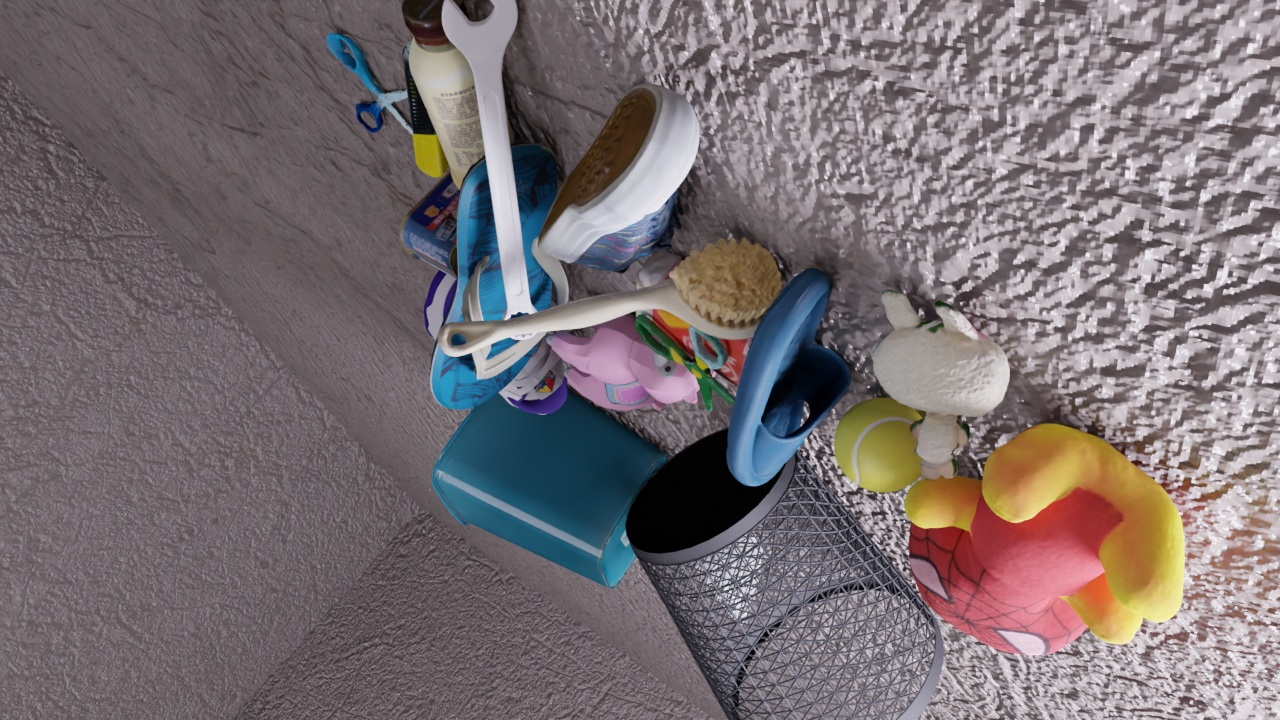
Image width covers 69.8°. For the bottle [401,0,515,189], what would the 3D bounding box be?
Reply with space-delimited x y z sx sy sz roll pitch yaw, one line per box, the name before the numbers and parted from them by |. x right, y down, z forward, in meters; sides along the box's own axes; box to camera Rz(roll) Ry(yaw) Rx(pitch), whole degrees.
bottle | -0.126 -0.187 0.652 0.056 0.056 0.162 32 157 22

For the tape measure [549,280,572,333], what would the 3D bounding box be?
tape measure | -0.095 -0.059 0.909 0.060 0.020 0.062 30 157 26

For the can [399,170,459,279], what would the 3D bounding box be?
can | -0.145 -0.117 0.767 0.059 0.099 0.054 30 159 23

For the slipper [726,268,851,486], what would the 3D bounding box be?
slipper | 0.103 0.024 0.629 0.059 0.103 0.214 30 153 20

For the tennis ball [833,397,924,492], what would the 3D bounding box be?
tennis ball | 0.167 0.058 0.632 0.065 0.065 0.065 35 159 15

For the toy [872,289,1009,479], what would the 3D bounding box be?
toy | 0.174 0.009 0.537 0.087 0.050 0.112 5 118 57

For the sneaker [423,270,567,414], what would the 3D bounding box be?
sneaker | -0.131 -0.014 0.914 0.111 0.091 0.244 37 165 21

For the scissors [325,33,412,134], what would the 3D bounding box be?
scissors | -0.232 -0.232 0.810 0.127 0.014 0.133 46 155 -26

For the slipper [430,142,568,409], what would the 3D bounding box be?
slipper | -0.108 -0.049 0.761 0.060 0.118 0.296 46 144 24

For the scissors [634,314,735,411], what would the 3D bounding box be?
scissors | 0.047 0.004 0.702 0.125 0.011 0.128 42 160 1

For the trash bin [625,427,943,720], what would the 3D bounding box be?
trash bin | 0.119 0.201 0.829 0.243 0.216 0.217 56 155 -20

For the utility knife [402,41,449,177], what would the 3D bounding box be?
utility knife | -0.176 -0.205 0.754 0.029 0.020 0.174 23 158 0

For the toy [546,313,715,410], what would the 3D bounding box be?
toy | -0.005 0.005 0.823 0.158 0.067 0.123 24 155 28

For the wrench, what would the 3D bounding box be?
wrench | -0.096 -0.126 0.640 0.009 0.047 0.274 -103 8 -51

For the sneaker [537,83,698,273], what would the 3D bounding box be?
sneaker | -0.003 -0.106 0.598 0.079 0.087 0.236 25 168 -15

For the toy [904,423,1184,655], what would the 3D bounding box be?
toy | 0.242 0.118 0.580 0.147 0.098 0.217 46 160 16

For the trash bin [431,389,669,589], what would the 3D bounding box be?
trash bin | -0.093 0.146 1.106 0.219 0.196 0.199 26 157 19

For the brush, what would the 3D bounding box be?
brush | -0.031 -0.034 0.649 0.273 0.061 0.077 -8 142 23

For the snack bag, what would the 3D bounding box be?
snack bag | 0.049 -0.030 0.699 0.116 0.036 0.077 35 159 14

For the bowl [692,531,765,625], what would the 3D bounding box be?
bowl | 0.090 0.199 1.011 0.177 0.071 0.177 56 180 -1
